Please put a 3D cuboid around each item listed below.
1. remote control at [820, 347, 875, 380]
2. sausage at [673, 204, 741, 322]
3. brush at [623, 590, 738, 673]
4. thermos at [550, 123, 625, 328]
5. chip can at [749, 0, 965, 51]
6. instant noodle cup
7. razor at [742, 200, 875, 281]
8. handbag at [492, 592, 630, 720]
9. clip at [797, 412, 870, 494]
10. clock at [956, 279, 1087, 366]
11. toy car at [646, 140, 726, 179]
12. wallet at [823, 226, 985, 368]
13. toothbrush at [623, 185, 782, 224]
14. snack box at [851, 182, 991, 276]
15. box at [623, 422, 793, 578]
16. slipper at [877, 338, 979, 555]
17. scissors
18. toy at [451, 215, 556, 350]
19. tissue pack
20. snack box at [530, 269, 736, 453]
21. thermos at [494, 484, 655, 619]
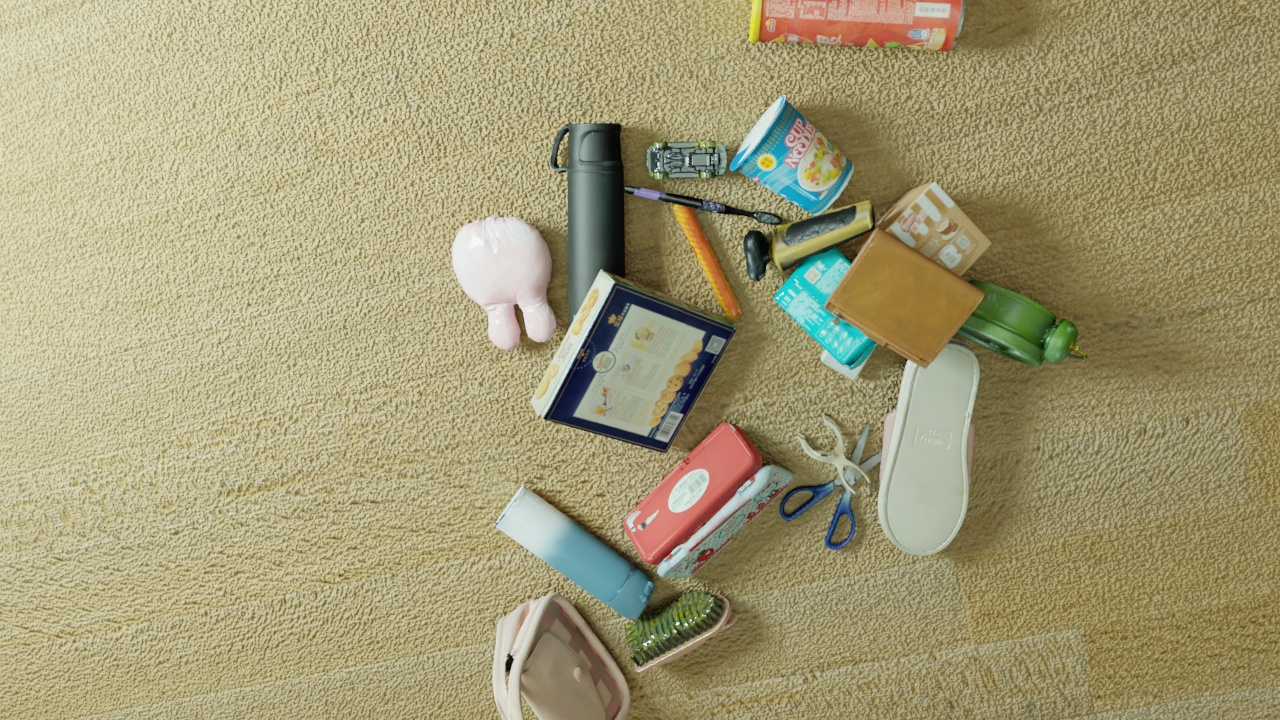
[{"bbox_3d":[0.262,-0.041,1.073,0.049,0.024,0.125,28,106,-1],"label":"remote control"},{"bbox_3d":[0.079,-0.118,1.075,0.021,0.021,0.165,-25,100,12],"label":"sausage"},{"bbox_3d":[0.053,0.345,1.178,0.146,0.063,0.073,-30,128,10],"label":"brush"},{"bbox_3d":[-0.060,-0.150,1.066,0.090,0.068,0.243,7,105,33],"label":"thermos"},{"bbox_3d":[0.226,-0.368,0.969,0.217,0.073,0.073,5,104,6],"label":"chip can"},{"bbox_3d":[0.171,-0.219,1.008,0.110,0.099,0.099,33,105,-10],"label":"instant noodle cup"},{"bbox_3d":[0.182,-0.136,1.005,0.168,0.067,0.062,-16,60,40],"label":"razor"},{"bbox_3d":[-0.108,0.415,1.120,0.093,0.233,0.193,-32,99,14],"label":"handbag"},{"bbox_3d":[0.223,0.118,1.106,0.087,0.034,0.104,-20,95,10],"label":"clip"},{"bbox_3d":[0.413,-0.035,1.012,0.161,0.116,0.056,27,95,2],"label":"clock"},{"bbox_3d":[0.053,-0.227,1.042,0.091,0.036,0.043,1,105,5],"label":"toy car"},{"bbox_3d":[0.271,-0.058,0.967,0.130,0.035,0.119,32,121,2],"label":"wallet"},{"bbox_3d":[0.073,-0.177,1.046,0.189,0.016,0.014,10,106,-8],"label":"toothbrush"},{"bbox_3d":[0.306,-0.126,1.008,0.092,0.077,0.094,-45,96,-3],"label":"snack box"},{"bbox_3d":[0.083,0.176,1.140,0.201,0.100,0.095,-46,55,16],"label":"box"},{"bbox_3d":[0.338,0.102,1.082,0.114,0.054,0.275,0,109,-1],"label":"slipper"},{"bbox_3d":[0.243,0.157,1.131,0.163,0.012,0.162,-4,102,7],"label":"scissors"},{"bbox_3d":[-0.159,-0.093,1.091,0.121,0.054,0.159,-11,102,16],"label":"toy"},{"bbox_3d":[0.222,-0.065,1.042,0.133,0.050,0.093,46,108,17],"label":"tissue pack"},{"bbox_3d":[-0.006,0.006,1.060,0.182,0.046,0.178,19,108,-32],"label":"snack box"},{"bbox_3d":[-0.080,0.247,1.163,0.220,0.070,0.070,37,105,-4],"label":"thermos"}]
